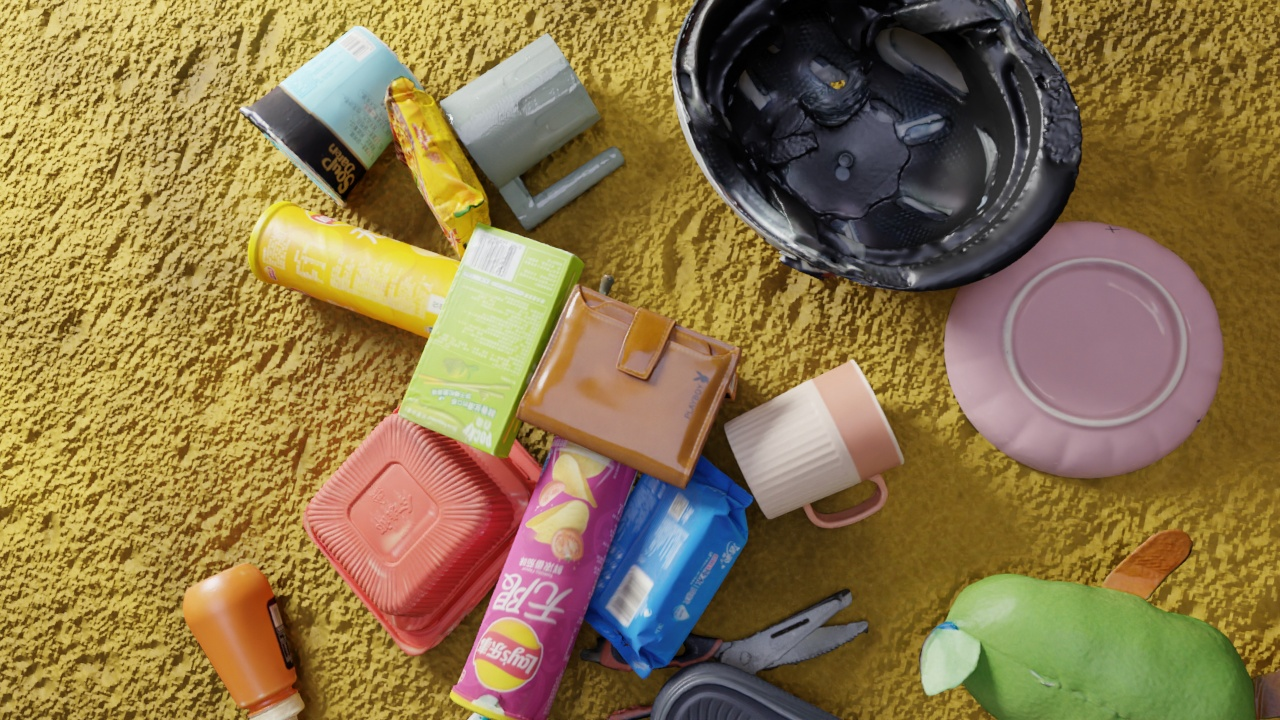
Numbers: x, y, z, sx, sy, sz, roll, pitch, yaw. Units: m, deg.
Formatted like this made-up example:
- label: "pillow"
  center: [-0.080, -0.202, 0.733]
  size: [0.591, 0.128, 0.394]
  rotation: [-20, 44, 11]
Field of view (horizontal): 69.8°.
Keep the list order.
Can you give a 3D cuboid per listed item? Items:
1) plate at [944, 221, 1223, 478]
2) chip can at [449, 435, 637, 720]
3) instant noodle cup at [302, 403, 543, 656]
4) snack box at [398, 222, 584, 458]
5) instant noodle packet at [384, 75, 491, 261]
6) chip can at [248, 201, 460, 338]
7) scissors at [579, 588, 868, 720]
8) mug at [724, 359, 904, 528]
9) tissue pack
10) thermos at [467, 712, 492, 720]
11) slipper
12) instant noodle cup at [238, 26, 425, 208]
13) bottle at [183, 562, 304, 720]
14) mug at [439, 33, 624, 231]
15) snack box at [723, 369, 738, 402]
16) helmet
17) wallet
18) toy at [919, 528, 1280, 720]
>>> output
- label: "plate"
  center: [0.322, -0.011, 0.663]
  size: [0.192, 0.039, 0.192]
  rotation: [-1, 83, 10]
- label: "chip can"
  center: [-0.064, 0.150, 0.660]
  size: [0.071, 0.071, 0.210]
  rotation: [17, 73, 12]
- label: "instant noodle cup"
  center: [-0.174, 0.117, 0.717]
  size: [0.164, 0.079, 0.189]
  rotation: [43, 93, 15]
- label: "snack box"
  center: [-0.109, -0.016, 0.672]
  size: [0.086, 0.026, 0.156]
  rotation: [19, 85, 18]
- label: "instant noodle packet"
  center: [-0.158, -0.145, 0.730]
  size: [0.044, 0.111, 0.128]
  rotation: [-29, 78, -9]
- label: "chip can"
  center: [-0.210, -0.067, 0.750]
  size: [0.213, 0.072, 0.072]
  rotation: [19, 87, 12]
- label: "scissors"
  center: [0.057, 0.221, 0.695]
  size: [0.206, 0.015, 0.201]
  rotation: [25, 88, 13]
- label: "mug"
  center: [0.132, 0.072, 0.674]
  size: [0.106, 0.081, 0.114]
  rotation: [-26, 109, 8]
- label: "tissue pack"
  center: [0.019, 0.144, 0.676]
  size: [0.095, 0.052, 0.157]
  rotation: [32, 91, 52]
- label: "thermos"
  center: [-0.045, 0.339, 0.675]
  size: [0.224, 0.073, 0.073]
  rotation: [36, 90, 13]
- label: "slipper"
  center: [0.127, 0.306, 0.622]
  size: [0.268, 0.083, 0.110]
  rotation: [31, 91, 0]
- label: "instant noodle cup"
  center: [-0.247, -0.208, 0.764]
  size: [0.111, 0.111, 0.120]
  rotation: [41, 83, 12]
- label: "bottle"
  center: [-0.311, 0.241, 0.739]
  size: [0.067, 0.066, 0.149]
  rotation: [-26, 87, 6]
- label: "mug"
  center: [-0.085, -0.185, 0.746]
  size: [0.103, 0.083, 0.124]
  rotation: [-33, 105, 3]
- label: "snack box"
  center: [-0.004, 0.004, 0.701]
  size: [0.154, 0.075, 0.026]
  rotation: [8, 80, 11]
- label: "helmet"
  center: [0.151, -0.164, 0.655]
  size: [0.274, 0.157, 0.230]
  rotation: [36, 88, 2]
- label: "wallet"
  center: [-0.005, 0.011, 0.646]
  size: [0.131, 0.035, 0.119]
  rotation: [22, 86, 10]
- label: "toy"
  center: [0.318, 0.217, 0.612]
  size: [0.247, 0.090, 0.227]
  rotation: [22, 98, 16]
